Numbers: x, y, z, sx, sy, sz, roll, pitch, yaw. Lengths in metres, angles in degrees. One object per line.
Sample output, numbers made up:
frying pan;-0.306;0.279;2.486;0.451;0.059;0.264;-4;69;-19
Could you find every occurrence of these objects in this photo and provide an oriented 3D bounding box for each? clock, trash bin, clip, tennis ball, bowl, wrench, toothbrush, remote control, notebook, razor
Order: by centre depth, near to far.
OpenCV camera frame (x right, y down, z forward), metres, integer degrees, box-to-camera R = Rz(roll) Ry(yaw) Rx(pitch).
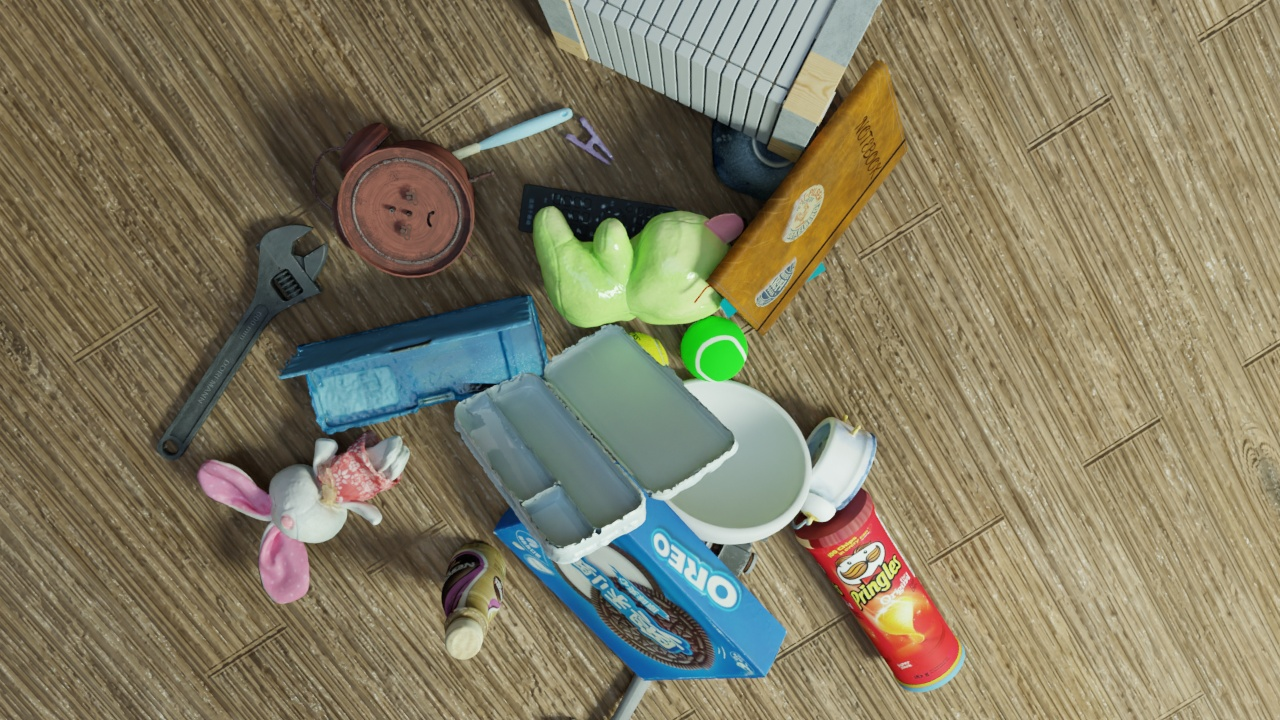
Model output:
trash bin;0.062;-0.298;0.770;0.247;0.142;0.142;27;92;3
clock;-0.221;-0.147;0.833;0.157;0.072;0.121;15;115;-7
notebook;0.157;-0.130;0.850;0.014;0.178;0.249;39;93;26
toothbrush;-0.137;-0.208;0.867;0.155;0.016;0.022;-21;103;-1
bowl;0.124;-0.208;0.872;0.110;0.055;0.110;-1;101;-6
clip;-0.046;-0.213;0.877;0.051;0.014;0.043;17;97;-5
wrench;-0.387;-0.015;0.883;0.073;0.018;0.273;35;98;-11
remote control;-0.041;-0.137;0.889;0.150;0.022;0.047;8;100;-9
tennis ball;-0.005;0.005;0.897;0.065;0.065;0.065;-1;101;-5
bowl;0.074;0.105;0.899;0.176;0.176;0.066;9;143;-7
tennis ball;0.072;-0.011;0.902;0.065;0.065;0.065;-1;101;-5
clock;0.188;0.116;0.927;0.052;0.089;0.125;28;96;-5
razor;-0.016;0.375;0.988;0.088;0.047;0.116;29;90;-10

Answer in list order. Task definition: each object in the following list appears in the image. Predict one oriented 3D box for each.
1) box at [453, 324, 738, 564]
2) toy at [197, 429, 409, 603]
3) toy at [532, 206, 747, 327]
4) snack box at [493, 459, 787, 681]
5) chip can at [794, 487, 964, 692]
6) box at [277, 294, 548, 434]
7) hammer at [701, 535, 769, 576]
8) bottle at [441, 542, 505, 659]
box;-0.045;0.063;0.796;0.191;0.209;0.045;-32;138;-19
toy;-0.309;0.131;0.887;0.194;0.084;0.159;-26;97;1
toy;0.002;-0.078;0.843;0.197;0.150;0.107;4;61;5
snack box;-0.006;0.210;0.881;0.239;0.196;0.056;47;52;-13
chip can;0.251;0.239;0.960;0.087;0.087;0.213;-34;103;2
box;-0.204;0.009;0.857;0.231;0.111;0.094;-12;101;-3
hammer;-0.026;0.142;0.940;0.322;0.043;0.156;27;98;-8
bottle;-0.162;0.231;0.877;0.059;0.166;0.060;-1;102;-5
